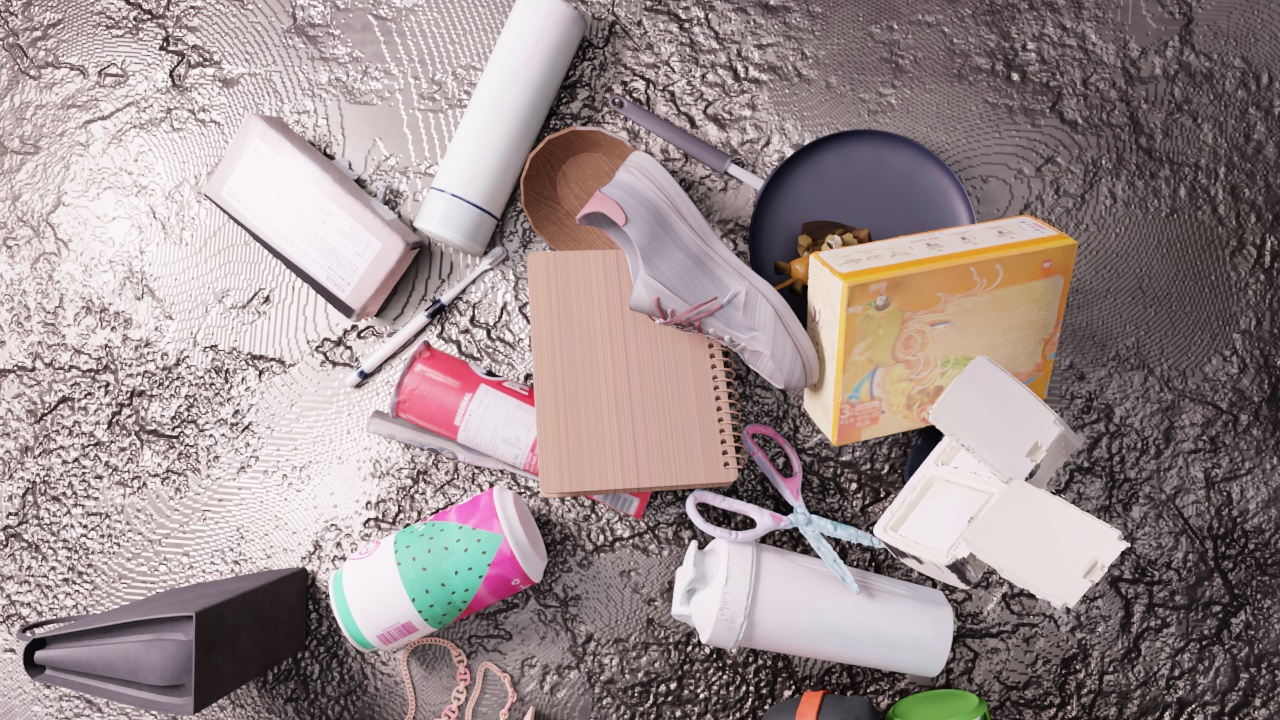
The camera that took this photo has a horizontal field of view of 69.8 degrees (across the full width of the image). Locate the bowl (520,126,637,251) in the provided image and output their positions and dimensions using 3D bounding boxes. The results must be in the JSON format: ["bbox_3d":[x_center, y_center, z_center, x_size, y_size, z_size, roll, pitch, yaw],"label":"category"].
[{"bbox_3d":[-0.044,-0.148,0.798,0.118,0.030,0.118,2,117,4],"label":"bowl"}]

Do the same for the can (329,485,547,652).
[{"bbox_3d":[-0.167,0.175,0.771,0.166,0.088,0.088,-25,86,0],"label":"can"}]

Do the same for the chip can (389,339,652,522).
[{"bbox_3d":[-0.091,0.060,0.783,0.233,0.073,0.073,23,88,2],"label":"chip can"}]

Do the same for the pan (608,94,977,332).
[{"bbox_3d":[0.127,-0.143,0.810,0.356,0.021,0.198,30,88,2],"label":"pan"}]

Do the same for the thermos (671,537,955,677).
[{"bbox_3d":[0.138,0.207,0.761,0.220,0.099,0.099,13,87,-2],"label":"thermos"}]

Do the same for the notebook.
[{"bbox_3d":[-0.005,0.004,0.766,0.169,0.022,0.210,-3,69,-8],"label":"notebook"}]

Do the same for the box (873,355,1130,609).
[{"bbox_3d":[0.239,0.074,0.623,0.101,0.194,0.143,44,78,-18],"label":"box"}]

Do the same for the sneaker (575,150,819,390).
[{"bbox_3d":[0.038,-0.052,0.729,0.089,0.099,0.236,-40,83,-9],"label":"sneaker"}]

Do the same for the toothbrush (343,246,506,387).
[{"bbox_3d":[-0.192,-0.040,0.818,0.187,0.017,0.012,-41,83,0],"label":"toothbrush"}]

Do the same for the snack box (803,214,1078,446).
[{"bbox_3d":[0.230,-0.027,0.734,0.195,0.080,0.145,-11,121,-12],"label":"snack box"}]

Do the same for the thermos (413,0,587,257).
[{"bbox_3d":[-0.121,-0.205,0.800,0.068,0.068,0.230,23,88,3],"label":"thermos"}]

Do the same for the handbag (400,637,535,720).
[{"bbox_3d":[-0.162,0.359,0.747,0.187,0.116,0.198,29,88,3],"label":"handbag"}]

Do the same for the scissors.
[{"bbox_3d":[0.112,0.129,0.752,0.158,0.014,0.172,-19,60,-29],"label":"scissors"}]

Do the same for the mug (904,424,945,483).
[{"bbox_3d":[0.267,0.103,0.776,0.077,0.071,0.105,27,115,3],"label":"mug"}]

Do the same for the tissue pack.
[{"bbox_3d":[-0.280,-0.129,0.809,0.181,0.071,0.104,40,104,5],"label":"tissue pack"}]

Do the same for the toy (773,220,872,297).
[{"bbox_3d":[0.147,-0.079,0.762,0.100,0.063,0.076,-26,68,-18],"label":"toy"}]

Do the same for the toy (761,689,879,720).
[{"bbox_3d":[0.143,0.322,0.755,0.119,0.097,0.099,-5,86,24],"label":"toy"}]

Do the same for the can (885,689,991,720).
[{"bbox_3d":[0.258,0.353,0.750,0.083,0.083,0.144,-14,87,1],"label":"can"}]

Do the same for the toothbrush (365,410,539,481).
[{"bbox_3d":[-0.151,0.082,0.809,0.185,0.022,0.024,19,55,3],"label":"toothbrush"}]

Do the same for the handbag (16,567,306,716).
[{"bbox_3d":[-0.401,0.216,0.736,0.196,0.175,0.072,0,88,5],"label":"handbag"}]
